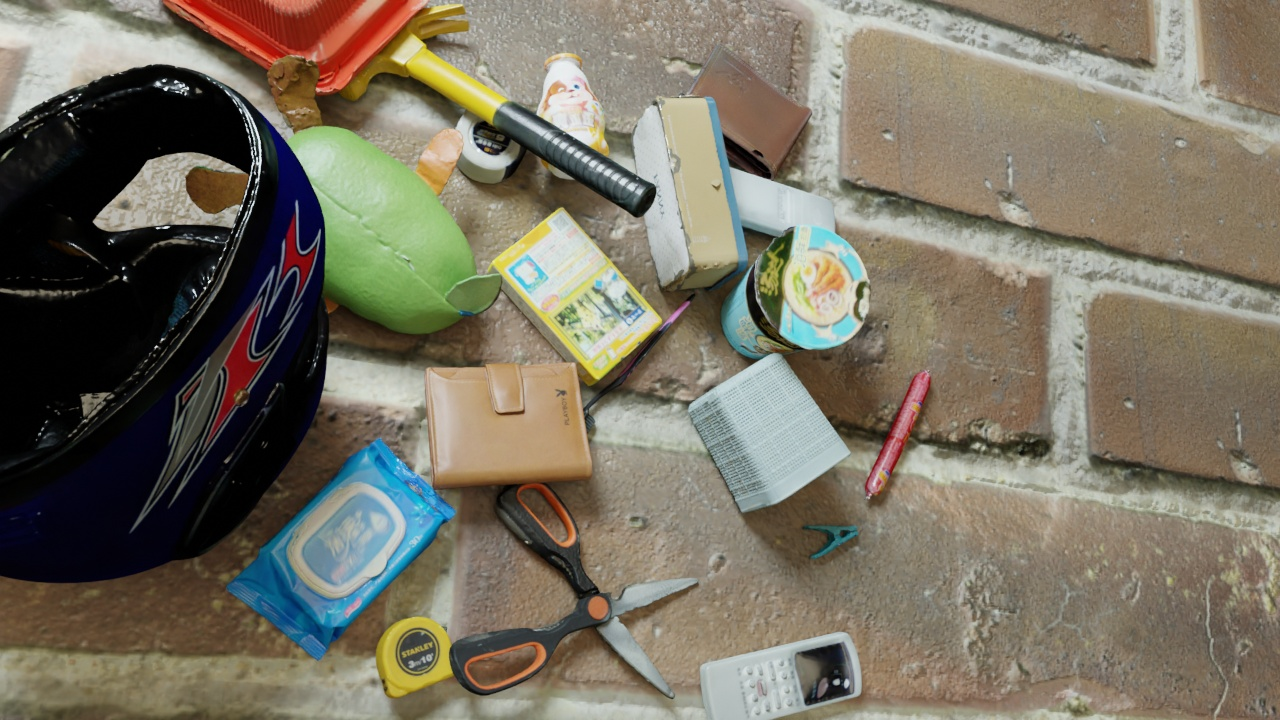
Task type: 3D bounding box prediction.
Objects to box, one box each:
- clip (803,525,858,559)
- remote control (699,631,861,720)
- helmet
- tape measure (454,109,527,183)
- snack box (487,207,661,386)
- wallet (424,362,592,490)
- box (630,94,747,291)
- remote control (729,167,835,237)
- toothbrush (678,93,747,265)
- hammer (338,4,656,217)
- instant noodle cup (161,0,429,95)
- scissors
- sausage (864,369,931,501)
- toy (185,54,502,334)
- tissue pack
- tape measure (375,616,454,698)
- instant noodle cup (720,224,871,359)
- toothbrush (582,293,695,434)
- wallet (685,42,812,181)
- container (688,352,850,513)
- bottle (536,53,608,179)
[{"bbox_3d":[0.180,0.165,0.860,0.054,0.013,0.034,-7,81,-18],"label":"clip"},{"bbox_3d":[0.126,0.283,0.811,0.150,0.021,0.058,-7,80,-19],"label":"remote control"},{"bbox_3d":[-0.325,-0.008,0.605,0.247,0.240,0.315,35,78,12],"label":"helmet"},{"bbox_3d":[-0.137,-0.195,0.826,0.065,0.034,0.065,29,68,-8],"label":"tape measure"},{"bbox_3d":[-0.058,-0.057,0.821,0.140,0.034,0.086,47,68,-2],"label":"snack box"},{"bbox_3d":[-0.111,0.053,0.766,0.131,0.031,0.107,-1,64,-19],"label":"wallet"},{"bbox_3d":[0.043,-0.146,0.845,0.061,0.090,0.184,-9,83,-21],"label":"box"},{"bbox_3d":[0.132,-0.149,0.903,0.136,0.020,0.055,13,65,-22],"label":"remote control"},{"bbox_3d":[0.069,-0.177,0.902,0.014,0.016,0.189,-16,81,-19],"label":"toothbrush"},{"bbox_3d":[-0.116,-0.211,0.787,0.301,0.033,0.128,34,70,13],"label":"hammer"},{"bbox_3d":[-0.291,-0.327,0.769,0.189,0.079,0.164,32,67,1],"label":"instant noodle cup"},{"bbox_3d":[-0.058,0.200,0.764,0.234,0.022,0.221,-21,81,-30],"label":"scissors"},{"bbox_3d":[0.255,0.072,0.902,0.020,0.020,0.155,33,70,-9],"label":"sausage"},{"bbox_3d":[-0.230,-0.111,0.745,0.246,0.090,0.227,42,88,-12],"label":"toy"},{"bbox_3d":[-0.228,0.144,0.708,0.095,0.052,0.156,44,69,-4],"label":"tissue pack"},{"bbox_3d":[-0.178,0.231,0.717,0.059,0.029,0.057,-11,77,-38],"label":"tape measure"},{"bbox_3d":[0.131,-0.050,0.834,0.111,0.121,0.111,4,76,-16],"label":"instant noodle cup"},{"bbox_3d":[-0.005,0.005,0.835,0.018,0.014,0.188,48,68,-14],"label":"toothbrush"},{"bbox_3d":[0.105,-0.249,0.916,0.124,0.032,0.101,34,62,-11],"label":"wallet"},{"bbox_3d":[0.110,0.063,0.820,0.090,0.090,0.111,-29,86,-22],"label":"container"},{"bbox_3d":[-0.065,-0.224,0.840,0.063,0.063,0.108,-4,79,-19],"label":"bottle"}]
